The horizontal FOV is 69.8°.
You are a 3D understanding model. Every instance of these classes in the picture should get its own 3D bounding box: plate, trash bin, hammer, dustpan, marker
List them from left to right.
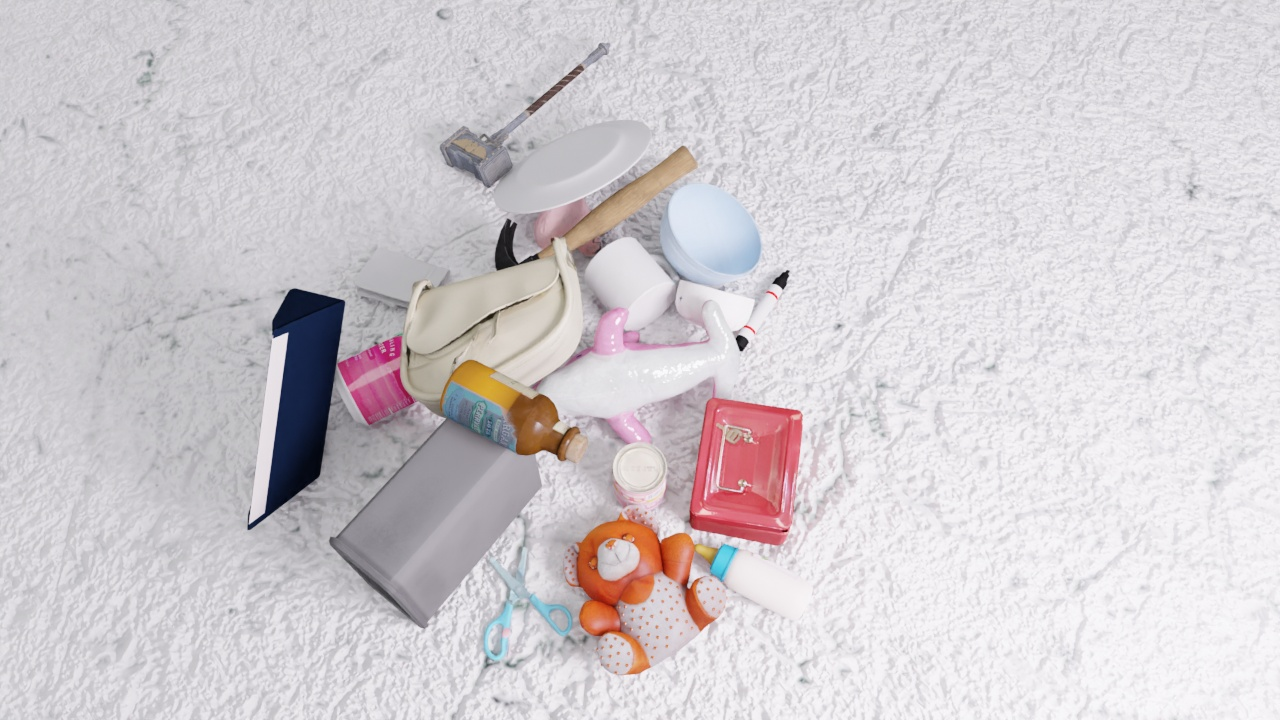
[{"bbox_3d":[-0.423,0.036,1.104,0.080,0.272,0.236,15,106,4],"label":"dustpan"},{"bbox_3d":[-0.222,0.173,1.046,0.097,0.192,0.219,34,67,16],"label":"trash bin"},{"bbox_3d":[-0.155,-0.391,1.397,0.098,0.044,0.321,32,67,30],"label":"hammer"},{"bbox_3d":[-0.100,-0.283,1.296,0.243,0.016,0.242,-17,35,12],"label":"plate"},{"bbox_3d":[-0.060,-0.193,1.242,0.306,0.040,0.132,-34,82,8],"label":"hammer"},{"bbox_3d":[0.170,-0.073,1.260,0.019,0.019,0.145,29,67,14],"label":"marker"}]

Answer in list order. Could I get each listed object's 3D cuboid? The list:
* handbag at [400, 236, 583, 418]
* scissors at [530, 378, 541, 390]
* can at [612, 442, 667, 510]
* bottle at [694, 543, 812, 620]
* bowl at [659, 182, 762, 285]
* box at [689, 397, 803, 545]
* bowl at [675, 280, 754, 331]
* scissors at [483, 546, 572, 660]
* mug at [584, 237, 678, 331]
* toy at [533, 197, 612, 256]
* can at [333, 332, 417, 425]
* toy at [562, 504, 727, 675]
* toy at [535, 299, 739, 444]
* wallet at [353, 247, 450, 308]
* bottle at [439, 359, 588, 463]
[{"bbox_3d":[-0.181,-0.048,1.084,0.229,0.132,0.184,-15,70,2],"label":"handbag"},{"bbox_3d":[-0.194,0.049,1.208,0.076,0.017,0.174,36,73,13],"label":"scissors"},{"bbox_3d":[-0.001,0.144,1.121,0.067,0.076,0.067,0,63,1],"label":"can"},{"bbox_3d":[0.129,0.252,1.080,0.146,0.051,0.051,26,66,13],"label":"bottle"},{"bbox_3d":[0.086,-0.162,1.262,0.150,0.075,0.150,14,58,-24],"label":"bowl"},{"bbox_3d":[0.128,0.132,1.121,0.129,0.087,0.158,10,65,4],"label":"box"},{"bbox_3d":[0.096,-0.069,1.218,0.105,0.104,0.054,15,96,8],"label":"bowl"},{"bbox_3d":[-0.132,0.289,1.086,0.126,0.015,0.136,8,69,4],"label":"scissors"},{"bbox_3d":[-0.002,-0.108,1.244,0.121,0.091,0.090,-26,65,-31],"label":"mug"},{"bbox_3d":[-0.096,-0.194,1.307,0.105,0.053,0.108,25,70,2],"label":"toy"},{"bbox_3d":[-0.304,0.012,1.183,0.165,0.088,0.088,-27,66,-12],"label":"can"},{"bbox_3d":[-0.005,0.257,1.056,0.163,0.093,0.172,-33,65,-9],"label":"toy"},{"bbox_3d":[-0.007,0.007,1.184,0.265,0.187,0.127,-11,22,-4],"label":"toy"},{"bbox_3d":[-0.331,-0.110,1.279,0.116,0.032,0.086,19,54,12],"label":"wallet"},{"bbox_3d":[-0.128,0.061,0.964,0.157,0.068,0.067,26,66,12],"label":"bottle"}]
